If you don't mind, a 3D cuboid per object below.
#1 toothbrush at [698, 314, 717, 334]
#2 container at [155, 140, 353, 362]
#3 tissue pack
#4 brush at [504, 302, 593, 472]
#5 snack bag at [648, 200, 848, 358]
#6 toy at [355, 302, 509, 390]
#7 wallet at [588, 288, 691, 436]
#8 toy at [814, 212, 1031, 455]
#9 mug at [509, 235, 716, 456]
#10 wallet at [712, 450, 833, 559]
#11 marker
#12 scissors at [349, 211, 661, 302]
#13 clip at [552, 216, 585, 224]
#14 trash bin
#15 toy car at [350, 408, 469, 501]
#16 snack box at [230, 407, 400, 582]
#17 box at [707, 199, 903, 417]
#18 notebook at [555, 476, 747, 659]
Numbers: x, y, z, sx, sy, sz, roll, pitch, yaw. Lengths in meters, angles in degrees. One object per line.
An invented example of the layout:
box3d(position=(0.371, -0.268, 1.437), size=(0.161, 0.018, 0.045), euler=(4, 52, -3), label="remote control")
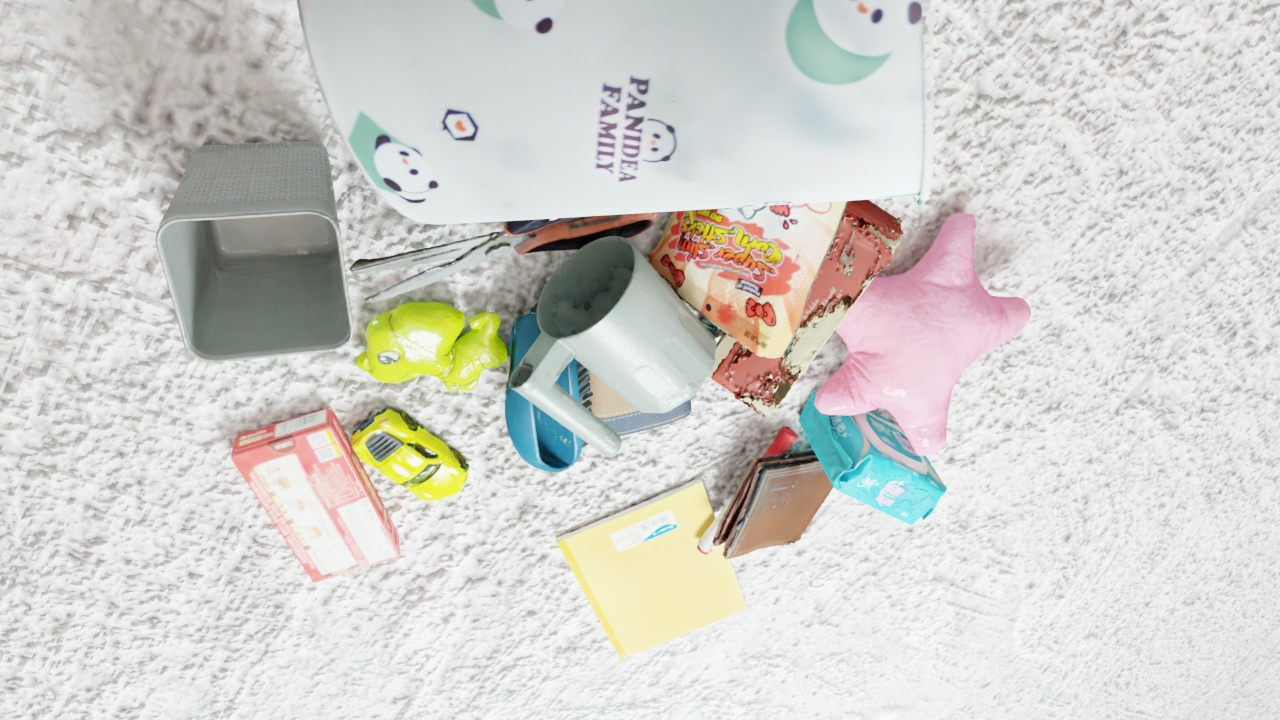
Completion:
box3d(position=(0.086, -0.085, 0.692), size=(0.018, 0.016, 0.192), euler=(20, 118, -18), label="toothbrush")
box3d(position=(-0.219, -0.070, 0.537), size=(0.090, 0.114, 0.090), euler=(-6, 127, -14), label="container")
box3d(position=(0.202, 0.083, 0.807), size=(0.133, 0.093, 0.050), euler=(26, 118, -33), label="tissue pack")
box3d(position=(-0.072, 0.029, 0.682), size=(0.055, 0.073, 0.144), euler=(15, 129, 21), label="brush")
box3d(position=(0.083, -0.118, 0.606), size=(0.073, 0.128, 0.208), euler=(-11, 131, -50), label="snack bag")
box3d(position=(-0.148, -0.012, 0.659), size=(0.097, 0.031, 0.100), euler=(-39, 132, 12), label="toy")
box3d(position=(-0.004, 0.004, 0.719), size=(0.090, 0.033, 0.115), euler=(-14, 128, -12), label="wallet")
box3d(position=(0.219, -0.029, 0.742), size=(0.178, 0.074, 0.195), euler=(26, 102, -16), label="toy")
box3d(position=(-0.019, -0.006, 0.628), size=(0.103, 0.084, 0.124), euler=(42, 79, -38), label="mug")
box3d(position=(0.130, 0.127, 0.837), size=(0.124, 0.032, 0.101), euler=(-2, 125, -42), label="wallet")
box3d(position=(0.096, 0.121, 0.840), size=(0.017, 0.017, 0.145), euler=(23, 111, -31), label="marker")
box3d(position=(-0.072, -0.083, 0.591), size=(0.227, 0.015, 0.188), euler=(-27, 168, 29), label="scissors")
box3d(position=(-0.055, -0.103, 0.629), size=(0.058, 0.036, 0.025), euler=(-18, 135, -5), label="clip")
box3d(position=(-0.003, -0.173, 0.439), size=(0.252, 0.229, 0.230), euler=(-5, 131, 14), label="trash bin")
box3d(position=(-0.177, 0.079, 0.717), size=(0.048, 0.032, 0.105), euler=(-37, 130, 10), label="toy car")
box3d(position=(-0.250, 0.109, 0.719), size=(0.075, 0.025, 0.153), euler=(-17, 129, -4), label="snack box")
box3d(position=(0.124, -0.042, 0.674), size=(0.078, 0.091, 0.169), euler=(34, 113, 2), label="box")
box3d(position=(0.018, 0.209, 0.893), size=(0.146, 0.010, 0.206), euler=(-22, 129, -1), label="notebook")
